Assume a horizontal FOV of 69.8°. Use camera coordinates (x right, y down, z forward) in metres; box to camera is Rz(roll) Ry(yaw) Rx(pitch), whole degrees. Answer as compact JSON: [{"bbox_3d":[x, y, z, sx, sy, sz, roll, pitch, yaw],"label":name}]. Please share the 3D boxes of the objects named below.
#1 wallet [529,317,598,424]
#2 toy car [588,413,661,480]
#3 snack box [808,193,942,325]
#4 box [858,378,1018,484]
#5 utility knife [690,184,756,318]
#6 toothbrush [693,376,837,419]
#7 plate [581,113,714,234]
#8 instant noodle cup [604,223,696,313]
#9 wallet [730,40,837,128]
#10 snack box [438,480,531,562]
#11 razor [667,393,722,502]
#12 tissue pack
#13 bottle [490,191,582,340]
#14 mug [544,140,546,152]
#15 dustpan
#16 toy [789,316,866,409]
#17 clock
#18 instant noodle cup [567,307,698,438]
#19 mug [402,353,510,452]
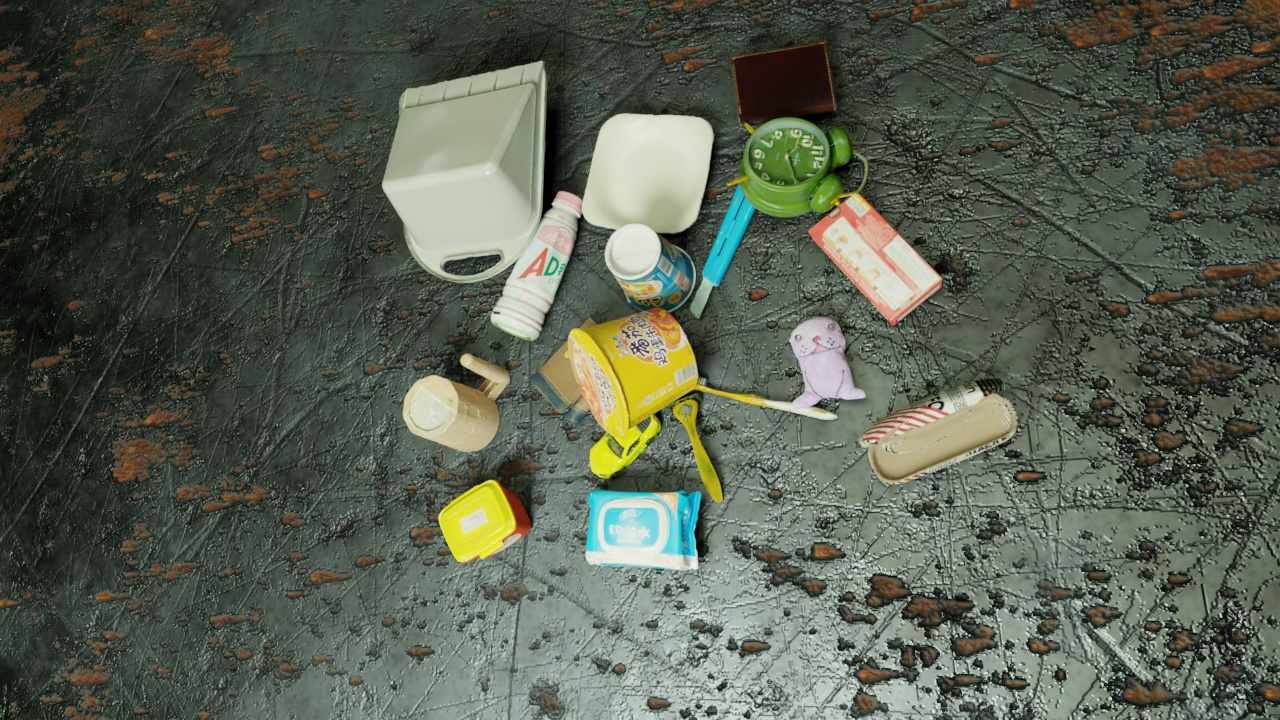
[{"bbox_3d":[-0.074,0.013,1.163,0.115,0.033,0.090,-46,66,0],"label":"wallet"},{"bbox_3d":[-0.022,0.099,1.121,0.105,0.032,0.048,-46,67,5],"label":"toy car"},{"bbox_3d":[0.274,-0.121,1.076,0.075,0.025,0.153,-40,67,7],"label":"snack box"},{"bbox_3d":[0.324,0.080,0.992,0.163,0.076,0.088,-27,95,11],"label":"box"},{"bbox_3d":[0.105,-0.140,1.145,0.034,0.018,0.191,22,85,23],"label":"utility knife"},{"bbox_3d":[0.140,0.044,1.088,0.191,0.016,0.018,12,72,22],"label":"toothbrush"},{"bbox_3d":[0.012,-0.240,1.194,0.164,0.034,0.164,9,80,21],"label":"plate"},{"bbox_3d":[0.007,-0.115,1.123,0.099,0.110,0.099,-5,75,17],"label":"instant noodle cup"},{"bbox_3d":[0.178,-0.345,1.142,0.122,0.020,0.096,-7,79,7],"label":"wallet"},{"bbox_3d":[-0.186,0.201,1.126,0.091,0.080,0.082,-33,67,8],"label":"snack box"},{"bbox_3d":[0.071,0.106,1.091,0.043,0.028,0.132,-21,72,9],"label":"razor"},{"bbox_3d":[0.003,0.196,1.070,0.140,0.063,0.090,-1,76,19],"label":"tissue pack"},{"bbox_3d":[-0.129,-0.127,1.199,0.068,0.068,0.196,19,80,22],"label":"bottle"},{"bbox_3d":[-0.192,-0.316,1.267,0.123,0.078,0.078,43,93,18],"label":"mug"},{"bbox_3d":[-0.224,-0.242,1.216,0.223,0.143,0.257,-5,50,19],"label":"dustpan"},{"bbox_3d":[0.208,0.001,1.061,0.084,0.039,0.108,-13,73,12],"label":"toy"},{"bbox_3d":[0.193,-0.233,1.107,0.161,0.056,0.116,12,71,13],"label":"clock"},{"bbox_3d":[-0.006,0.006,1.077,0.109,0.138,0.138,-25,66,-21],"label":"instant noodle cup"},{"bbox_3d":[-0.228,0.052,1.166,0.084,0.103,0.124,38,91,23],"label":"mug"}]
